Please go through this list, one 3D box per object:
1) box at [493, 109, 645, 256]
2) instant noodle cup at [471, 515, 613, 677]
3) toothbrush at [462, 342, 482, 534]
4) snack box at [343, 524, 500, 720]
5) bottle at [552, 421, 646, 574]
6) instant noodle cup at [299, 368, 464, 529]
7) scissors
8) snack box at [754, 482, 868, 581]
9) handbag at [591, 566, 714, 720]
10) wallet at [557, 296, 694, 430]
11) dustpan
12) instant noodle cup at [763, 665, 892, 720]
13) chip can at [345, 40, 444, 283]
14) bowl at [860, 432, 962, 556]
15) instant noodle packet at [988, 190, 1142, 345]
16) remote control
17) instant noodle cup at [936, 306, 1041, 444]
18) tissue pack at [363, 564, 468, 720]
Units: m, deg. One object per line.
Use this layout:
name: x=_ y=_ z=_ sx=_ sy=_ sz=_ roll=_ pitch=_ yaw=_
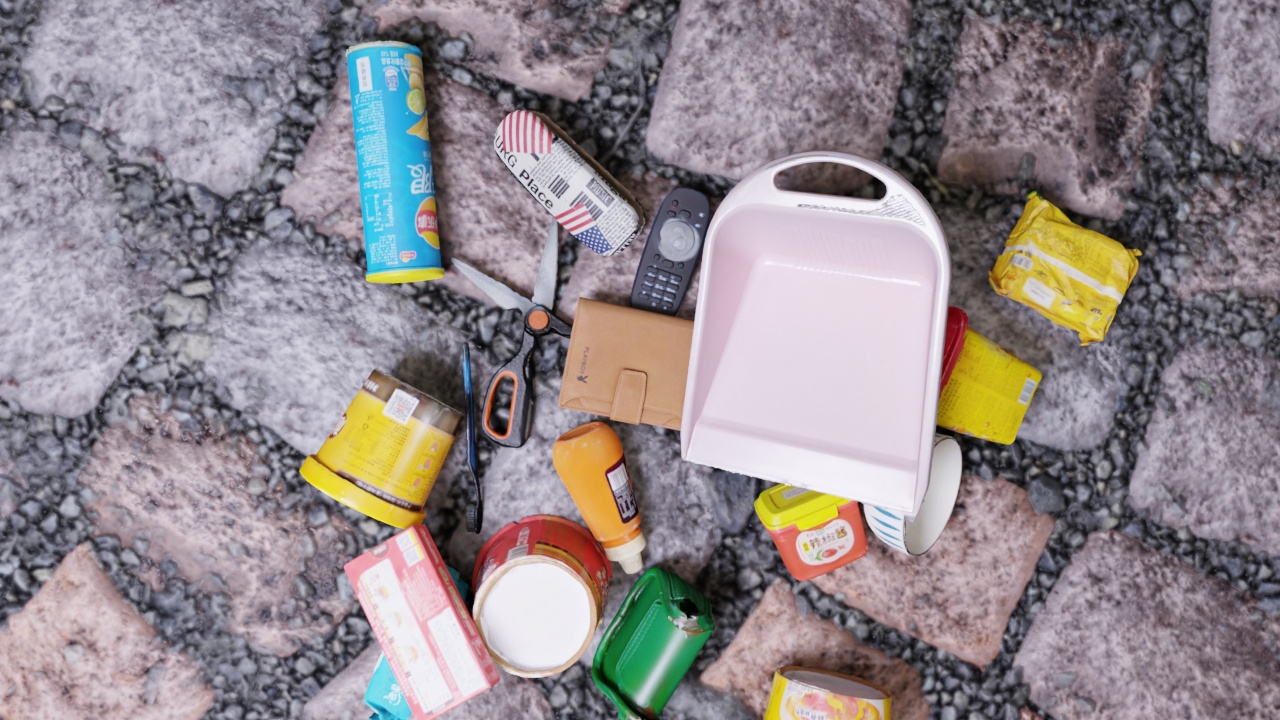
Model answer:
box: x=-0.069 y=-0.163 z=0.849 sx=0.163 sy=0.082 sz=0.075 roll=44 pitch=96 yaw=-5
instant noodle cup: x=-0.096 y=0.221 z=0.848 sx=0.138 sy=0.108 sz=0.138 roll=0 pitch=92 yaw=-1
toothbrush: x=-0.164 y=0.076 z=0.877 sx=0.016 sy=0.014 sz=0.189 roll=1 pitch=101 yaw=12
snack box: x=-0.189 y=0.225 z=0.790 sx=0.075 sy=0.025 sz=0.153 roll=-31 pitch=80 yaw=9
bottle: x=-0.032 y=0.135 z=0.873 sx=0.067 sy=0.066 sz=0.149 roll=-22 pitch=100 yaw=-1
instant noodle cup: x=-0.229 y=0.078 z=0.839 sx=0.118 sy=0.118 sz=0.114 roll=28 pitch=84 yaw=-3
scissors: x=-0.092 y=-0.019 z=0.883 sx=0.233 sy=0.021 sz=0.221 roll=27 pitch=90 yaw=-4
snack box: x=0.165 y=0.156 z=0.872 sx=0.091 sy=0.082 sz=0.080 roll=-23 pitch=106 yaw=0
handbag: x=0.013 y=0.265 z=0.848 sx=0.068 sy=0.120 sz=0.131 roll=31 pitch=89 yaw=-8
wallet: x=-0.005 y=0.005 z=0.863 sx=0.132 sy=0.031 sz=0.108 roll=12 pitch=92 yaw=-3
dustpan: x=0.139 y=-0.023 z=0.766 sx=0.223 sy=0.138 sz=0.273 roll=8 pitch=82 yaw=22
instant noodle cup: x=0.173 y=0.353 z=0.855 sx=0.138 sy=0.138 sz=0.109 roll=11 pitch=84 yaw=-2
chip can: x=-0.227 y=-0.179 z=0.849 sx=0.071 sy=0.071 sz=0.210 roll=-5 pitch=91 yaw=-2
bowl: x=0.247 y=0.119 z=0.865 sx=0.066 sy=0.116 sz=0.116 roll=18 pitch=92 yaw=39
instant noodle packet: x=0.405 y=-0.087 z=0.884 sx=0.128 sy=0.044 sz=0.110 roll=28 pitch=84 yaw=-6
remote control: x=0.028 y=-0.099 z=0.881 sx=0.053 sy=0.024 sz=0.136 roll=19 pitch=94 yaw=-2
instant noodle cup: x=0.291 y=0.018 z=0.857 sx=0.123 sy=0.116 sz=0.116 roll=22 pitch=92 yaw=-14
tissue pack: x=-0.209 y=0.262 z=0.854 sx=0.050 sy=0.093 sz=0.133 roll=26 pitch=90 yaw=-7
